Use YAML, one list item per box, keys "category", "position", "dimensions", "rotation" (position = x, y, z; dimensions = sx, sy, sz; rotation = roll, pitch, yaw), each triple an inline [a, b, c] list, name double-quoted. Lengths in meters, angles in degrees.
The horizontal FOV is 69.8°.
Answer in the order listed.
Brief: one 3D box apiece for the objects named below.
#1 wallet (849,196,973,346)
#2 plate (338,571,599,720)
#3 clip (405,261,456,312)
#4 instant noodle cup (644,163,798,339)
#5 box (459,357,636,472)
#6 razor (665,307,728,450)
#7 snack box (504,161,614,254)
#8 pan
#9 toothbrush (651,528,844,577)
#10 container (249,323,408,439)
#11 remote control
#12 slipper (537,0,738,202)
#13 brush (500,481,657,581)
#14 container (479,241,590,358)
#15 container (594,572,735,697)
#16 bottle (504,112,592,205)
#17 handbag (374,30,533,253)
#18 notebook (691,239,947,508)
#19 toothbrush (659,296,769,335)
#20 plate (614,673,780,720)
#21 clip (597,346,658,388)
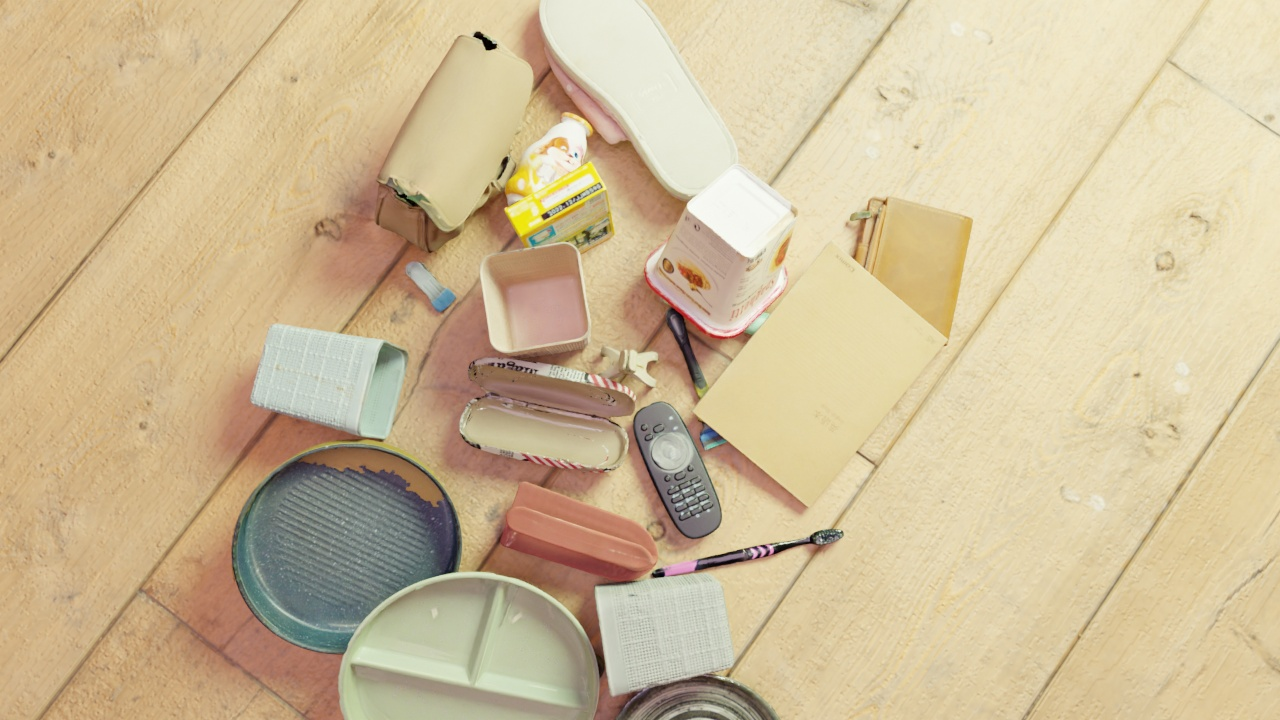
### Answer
- category: "wallet"
  position: [0.257, -0.090, 0.898]
  dimensions: [0.119, 0.035, 0.130]
  rotation: [14, 86, 0]
- category: "plate"
  position: [-0.152, 0.290, 0.827]
  dimensions: [0.230, 0.027, 0.230]
  rotation: [-1, 106, -4]
- category: "clip"
  position: [-0.209, -0.074, 0.909]
  dimensions: [0.024, 0.028, 0.057]
  rotation: [-44, 94, -2]
- category: "instant noodle cup"
  position: [0.079, -0.102, 0.839]
  dimensions: [0.116, 0.124, 0.116]
  rotation: [41, 63, 13]
- category: "box"
  position: [-0.088, 0.047, 0.860]
  dimensions: [0.162, 0.086, 0.075]
  rotation: [11, 43, 4]
- category: "razor"
  position: [0.055, 0.015, 0.894]
  dimensions: [0.042, 0.022, 0.142]
  rotation: [-22, 86, -4]
- category: "snack box"
  position: [-0.071, -0.128, 0.850]
  dimensions: [0.087, 0.140, 0.033]
  rotation: [-29, 80, -3]
- category: "pan"
  position: [-0.193, 0.208, 0.843]
  dimensions: [0.357, 0.078, 0.197]
  rotation: [29, 92, -17]
- category: "toothbrush"
  position: [0.103, 0.186, 0.879]
  dimensions: [0.189, 0.018, 0.014]
  rotation: [-12, 86, 0]
- category: "container"
  position: [-0.292, 0.017, 0.863]
  dimensions: [0.111, 0.090, 0.090]
  rotation: [13, 83, 4]
- category: "remote control"
  position: [0.035, 0.105, 0.884]
  dimensions: [0.053, 0.024, 0.136]
  rotation: [-24, 83, -1]
- category: "slipper"
  position: [-0.003, -0.267, 0.908]
  dimensions: [0.114, 0.054, 0.274]
  rotation: [-37, 81, -5]
- category: "brush"
  position: [-0.054, 0.165, 0.855]
  dimensions: [0.146, 0.069, 0.063]
  rotation: [18, 85, 2]
- category: "container"
  position: [-0.092, -0.049, 0.856]
  dimensions: [0.090, 0.111, 0.090]
  rotation: [-10, 84, -1]
- category: "container"
  position: [0.021, 0.244, 0.838]
  dimensions: [0.114, 0.090, 0.090]
  rotation: [-9, 84, -4]
- category: "bottle"
  position: [-0.086, -0.188, 0.895]
  dimensions: [0.063, 0.063, 0.108]
  rotation: [26, 79, 3]
- category: "handbag"
  position: [-0.168, -0.201, 0.855]
  dimensions: [0.100, 0.148, 0.204]
  rotation: [27, 86, -5]
- category: "notebook"
  position: [0.172, 0.014, 0.877]
  dimensions: [0.149, 0.012, 0.211]
  rotation: [39, 90, -3]
- category: "toothbrush"
  position: [0.126, -0.033, 0.897]
  dimensions: [0.224, 0.027, 0.027]
  rotation: [20, 122, 2]
- category: "plate"
  position: [0.052, 0.375, 0.849]
  dimensions: [0.179, 0.024, 0.179]
  rotation: [0, 90, -2]
- category: "clip"
  position: [-0.003, 0.005, 0.869]
  dimensions: [0.098, 0.100, 0.035]
  rotation: [11, 81, -28]
